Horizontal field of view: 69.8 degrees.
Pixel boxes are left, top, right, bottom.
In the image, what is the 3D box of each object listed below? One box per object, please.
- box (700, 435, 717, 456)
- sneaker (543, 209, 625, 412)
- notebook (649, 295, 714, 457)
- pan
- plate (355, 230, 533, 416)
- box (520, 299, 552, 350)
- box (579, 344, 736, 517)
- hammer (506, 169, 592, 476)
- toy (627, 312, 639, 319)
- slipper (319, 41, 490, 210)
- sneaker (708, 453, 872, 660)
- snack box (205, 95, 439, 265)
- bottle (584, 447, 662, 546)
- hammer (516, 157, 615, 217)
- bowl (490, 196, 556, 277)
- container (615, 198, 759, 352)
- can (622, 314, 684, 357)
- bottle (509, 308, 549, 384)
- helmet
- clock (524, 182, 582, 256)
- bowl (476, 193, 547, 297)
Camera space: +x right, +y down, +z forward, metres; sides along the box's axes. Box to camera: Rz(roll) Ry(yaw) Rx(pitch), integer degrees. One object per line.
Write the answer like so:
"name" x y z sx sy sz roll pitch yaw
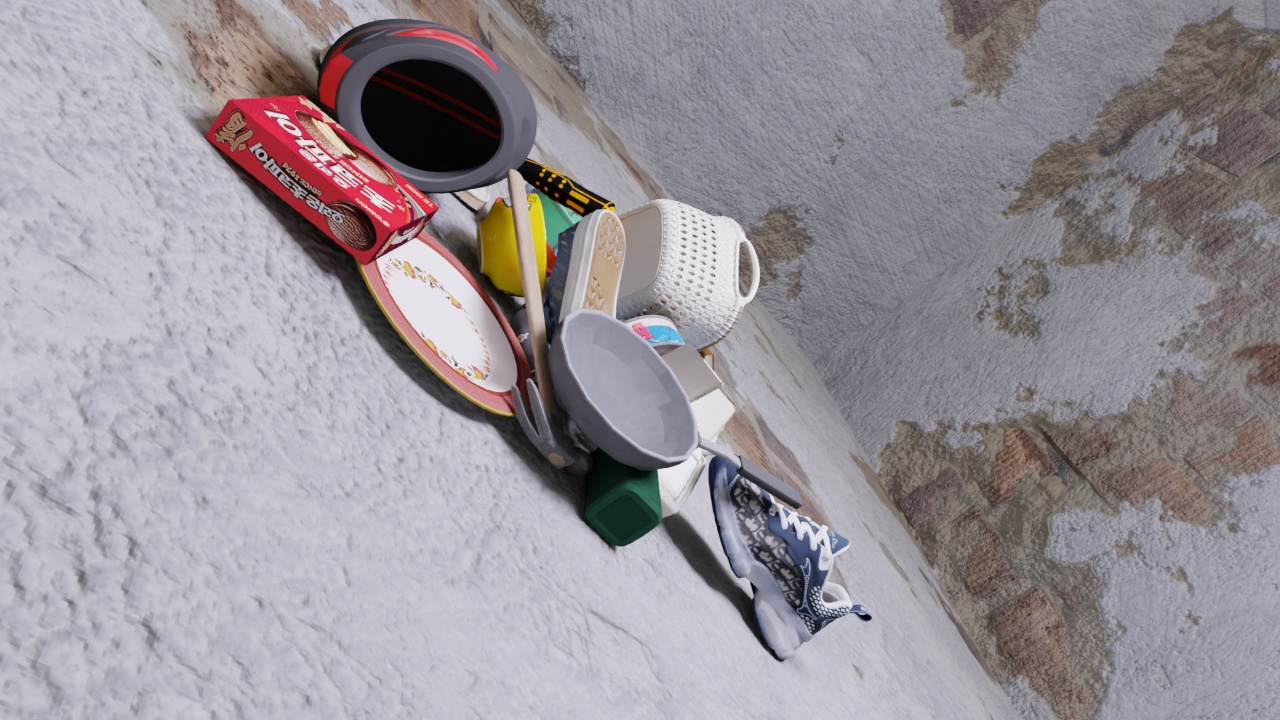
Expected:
"box" 0.043 0.096 1.158 0.162 0.112 0.084 1 49 -57
"sneaker" -0.074 -0.054 1.000 0.087 0.079 0.235 33 58 -52
"notebook" 0.056 0.015 1.267 0.249 0.014 0.179 -122 -156 -55
"pan" 0.043 0.074 0.924 0.357 0.041 0.178 33 30 -31
"plate" -0.180 -0.040 0.835 0.230 0.021 0.229 49 14 -17
"box" -0.074 -0.006 1.126 0.066 0.049 0.209 40 -2 44
"box" 0.036 0.067 1.015 0.145 0.185 0.095 48 -23 -15
"hammer" -0.102 -0.053 0.903 0.119 0.031 0.330 49 28 -60
"toy" -0.033 -0.071 1.345 0.088 0.055 0.106 60 -20 15
"slipper" -0.264 -0.279 1.089 0.263 0.052 0.115 43 16 -40
"sneaker" 0.169 0.211 1.051 0.103 0.132 0.269 -83 150 -70
"snack box" -0.257 -0.154 0.765 0.152 0.036 0.132 40 16 -8
"bottle" -0.018 0.115 0.901 0.061 0.061 0.131 47 17 -23
"hammer" -0.163 -0.256 1.179 0.321 0.036 0.123 33 7 19
"bowl" -0.155 -0.149 1.168 0.122 0.035 0.121 49 14 -17
"container" 0.011 -0.100 1.167 0.142 0.247 0.184 23 61 -40
"can" -0.006 0.006 1.075 0.130 0.130 0.044 32 25 -57
"bottle" -0.115 -0.014 0.960 0.036 0.036 0.109 44 16 -35
"helmet" -0.220 -0.263 0.947 0.264 0.164 0.170 15 21 -41
"clock" -0.121 -0.217 1.369 0.122 0.075 0.161 30 26 -59
"bowl" -0.147 -0.127 1.028 0.117 0.067 0.117 176 -89 -75
